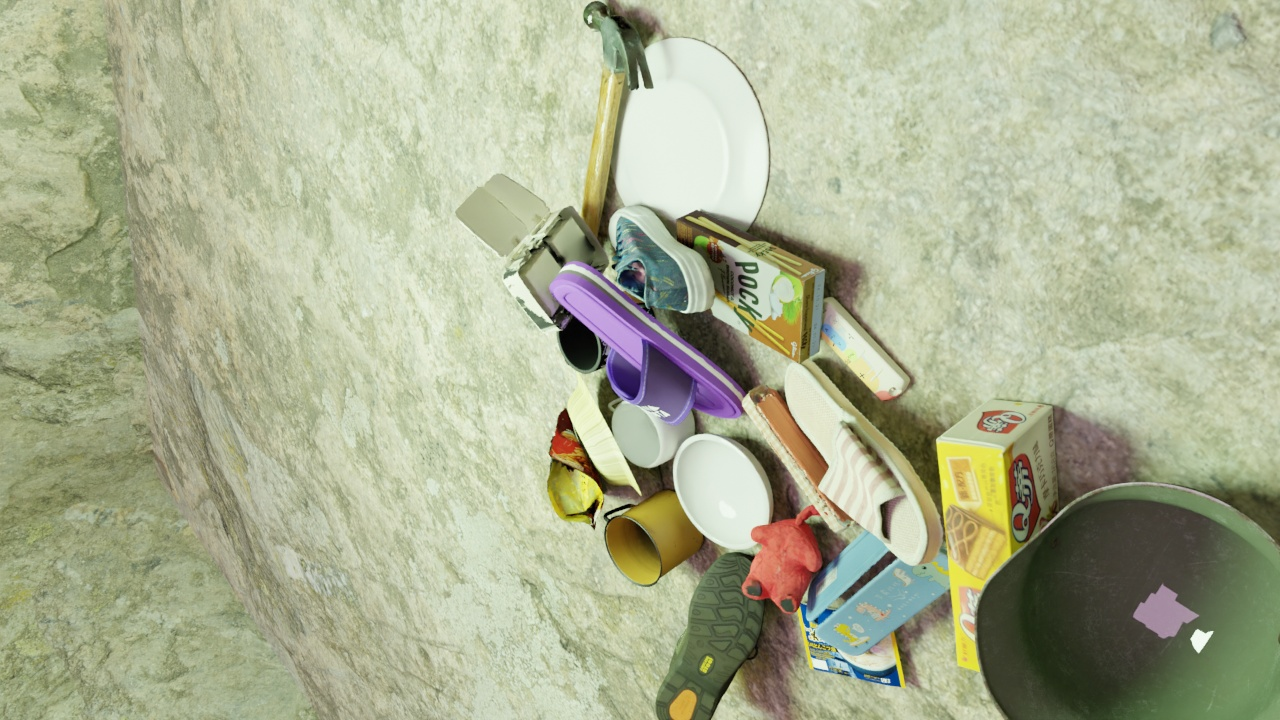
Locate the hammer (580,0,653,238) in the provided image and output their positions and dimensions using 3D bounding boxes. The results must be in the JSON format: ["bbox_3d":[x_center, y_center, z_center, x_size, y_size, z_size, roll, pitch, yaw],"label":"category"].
[{"bbox_3d":[-0.048,-0.243,1.102,0.132,0.033,0.331,52,143,39],"label":"hammer"}]

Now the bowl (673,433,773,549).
[{"bbox_3d":[0.109,0.153,1.118,0.150,0.043,0.150,22,123,39],"label":"bowl"}]

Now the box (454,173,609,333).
[{"bbox_3d":[-0.128,-0.137,1.087,0.058,0.144,0.187,-23,115,44],"label":"box"}]

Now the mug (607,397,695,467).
[{"bbox_3d":[0.010,0.078,1.171,0.115,0.067,0.094,34,130,32],"label":"mug"}]

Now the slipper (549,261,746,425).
[{"bbox_3d":[-0.006,0.006,1.051,0.266,0.083,0.107,40,158,-15],"label":"slipper"}]

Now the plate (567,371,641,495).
[{"bbox_3d":[-0.058,0.103,1.203,0.184,0.036,0.184,62,174,10],"label":"plate"}]

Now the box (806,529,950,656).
[{"bbox_3d":[0.260,0.231,0.984,0.085,0.072,0.210,33,132,1],"label":"box"}]

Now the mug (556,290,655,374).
[{"bbox_3d":[-0.051,-0.028,1.165,0.082,0.098,0.118,59,139,10],"label":"mug"}]

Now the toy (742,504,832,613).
[{"bbox_3d":[0.175,0.217,1.066,0.088,0.094,0.133,30,101,21],"label":"toy"}]

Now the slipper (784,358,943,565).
[{"bbox_3d":[0.204,0.095,0.912,0.262,0.052,0.115,-121,20,-46],"label":"slipper"}]

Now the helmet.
[{"bbox_3d":[0.408,0.195,0.729,0.227,0.153,0.268,22,125,32],"label":"helmet"}]

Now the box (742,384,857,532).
[{"bbox_3d":[0.176,0.109,1.019,0.187,0.056,0.071,55,170,16],"label":"box"}]

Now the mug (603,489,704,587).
[{"bbox_3d":[0.012,0.226,1.217,0.124,0.093,0.101,30,128,33],"label":"mug"}]

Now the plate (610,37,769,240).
[{"bbox_3d":[0.043,-0.235,1.032,0.243,0.016,0.243,22,123,39],"label":"plate"}]

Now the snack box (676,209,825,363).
[{"bbox_3d":[0.114,-0.082,0.986,0.186,0.031,0.101,34,141,40],"label":"snack box"}]

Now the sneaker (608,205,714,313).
[{"bbox_3d":[0.001,-0.107,1.034,0.235,0.079,0.087,-131,29,-56],"label":"sneaker"}]

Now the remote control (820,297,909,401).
[{"bbox_3d":[0.222,-0.012,0.940,0.125,0.018,0.038,50,137,16],"label":"remote control"}]

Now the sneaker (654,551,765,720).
[{"bbox_3d":[0.105,0.359,1.191,0.101,0.143,0.238,25,94,14],"label":"sneaker"}]

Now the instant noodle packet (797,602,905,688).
[{"bbox_3d":[0.242,0.329,1.069,0.134,0.026,0.087,-8,97,49],"label":"instant noodle packet"}]

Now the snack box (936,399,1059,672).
[{"bbox_3d":[0.330,0.162,0.833,0.062,0.109,0.230,5,111,45],"label":"snack box"}]

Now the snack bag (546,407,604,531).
[{"bbox_3d":[-0.091,0.151,1.252,0.139,0.066,0.208,64,-179,-8],"label":"snack bag"}]
